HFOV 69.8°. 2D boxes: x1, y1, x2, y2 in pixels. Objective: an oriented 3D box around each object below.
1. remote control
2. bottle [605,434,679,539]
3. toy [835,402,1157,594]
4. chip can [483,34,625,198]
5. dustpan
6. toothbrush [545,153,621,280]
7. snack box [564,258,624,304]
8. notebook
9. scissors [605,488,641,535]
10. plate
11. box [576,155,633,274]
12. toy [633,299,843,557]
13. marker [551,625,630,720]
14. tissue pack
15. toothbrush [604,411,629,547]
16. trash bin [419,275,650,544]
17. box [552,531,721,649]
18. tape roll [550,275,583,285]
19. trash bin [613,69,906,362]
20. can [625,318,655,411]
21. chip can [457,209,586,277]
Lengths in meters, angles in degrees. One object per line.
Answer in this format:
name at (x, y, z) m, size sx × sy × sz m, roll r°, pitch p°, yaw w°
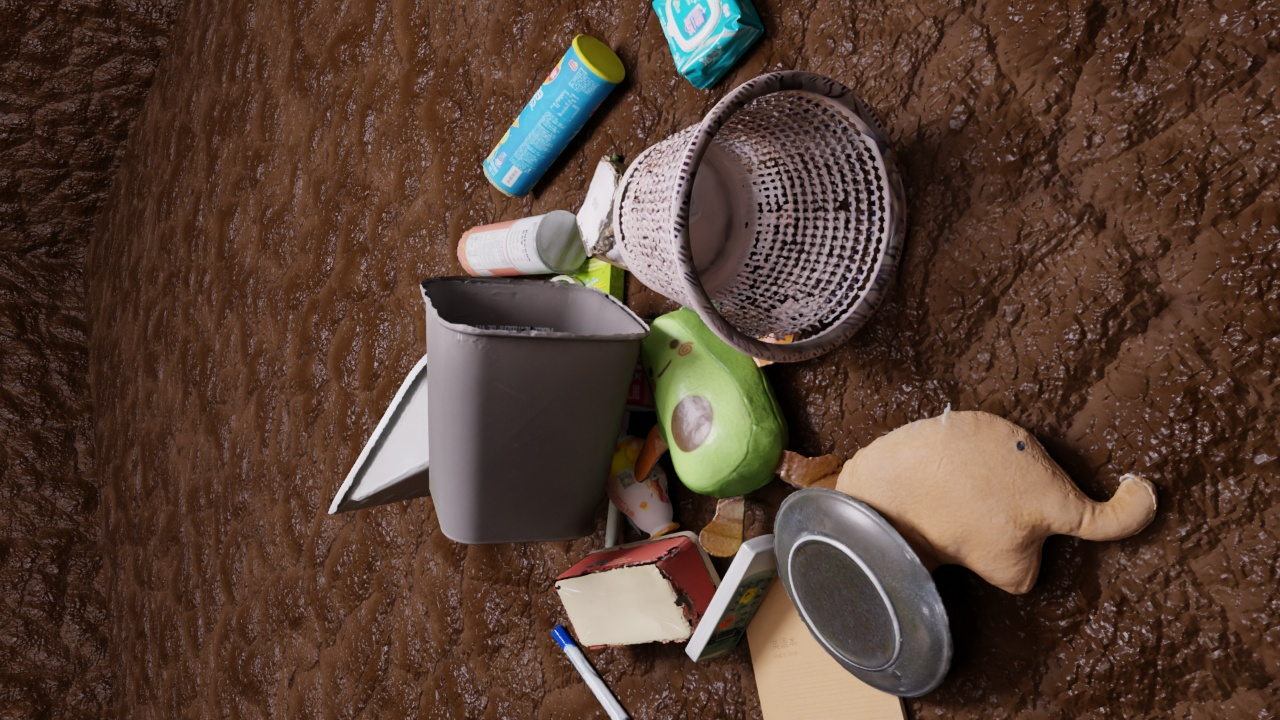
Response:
remote control at (0.088, 0.214, 0.824) m, size 0.019 × 0.056 × 0.135 m, roll 43°, pitch 119°, yaw 37°
bottle at (-0.001, 0.132, 0.943) m, size 0.063 × 0.063 × 0.108 m, roll -42°, pitch 71°, yaw 35°
toy at (0.246, 0.102, 0.675) m, size 0.227 × 0.082 × 0.143 m, roll -25°, pitch 87°, yaw 40°
chip can at (-0.108, -0.291, 1.113) m, size 0.211 × 0.071 × 0.071 m, roll -42°, pitch 56°, yaw 36°
dustpan at (-0.223, 0.061, 1.086) m, size 0.258 × 0.222 × 0.142 m, roll -26°, pitch 77°, yaw 30°
toothbrush at (-0.070, -0.165, 1.097) m, size 0.186 × 0.012 × 0.017 m, roll -59°, pitch 36°, yaw 23°
snack box at (-0.057, -0.038, 1.054) m, size 0.086 × 0.026 × 0.156 m, roll -3°, pitch 82°, yaw 47°
notebook at (0.156, 0.272, 0.792) m, size 0.150 × 0.012 × 0.211 m, roll -29°, pitch 64°, yaw 43°
scissors at (-0.043, 0.121, 1.025) m, size 0.172 × 0.014 × 0.146 m, roll -3°, pitch 84°, yaw 46°
plate at (0.161, 0.184, 0.713) m, size 0.179 × 0.024 × 0.180 m, roll 35°, pitch 137°, yaw 41°
box at (-0.023, -0.157, 0.963) m, size 0.184 × 0.061 × 0.090 m, roll -103°, pitch 36°, yaw -66°
toy at (0.070, 0.050, 0.859) m, size 0.227 × 0.089 × 0.246 m, roll -42°, pitch 59°, yaw 23°
marker at (-0.055, 0.345, 1.003) m, size 0.146 × 0.016 × 0.017 m, roll 41°, pitch 114°, yaw 42°
tissue pack at (0.066, -0.359, 0.950) m, size 0.093 × 0.050 × 0.133 m, roll -39°, pitch 57°, yaw 38°
toothbrush at (-0.025, 0.110, 0.996) m, size 0.029 × 0.020 × 0.189 m, roll 134°, pitch 141°, yaw -79°
trash bin at (-0.117, 0.044, 0.896) m, size 0.198 × 0.198 × 0.220 m, roll -135°, pitch 50°, yaw -62°
box at (-0.008, 0.234, 0.903) m, size 0.169 × 0.080 × 0.091 m, roll -23°, pitch 94°, yaw 44°
tape roll at (-0.091, -0.056, 1.063) m, size 0.086 × 0.013 × 0.085 m, roll -10°, pitch 77°, yaw 47°
trash bin at (0.081, -0.124, 0.799) m, size 0.192 × 0.227 × 0.227 m, roll 18°, pitch 98°, yaw 61°
can at (-0.006, 0.006, 0.962) m, size 0.067 × 0.066 × 0.093 m, roll -3°, pitch 82°, yaw 47°
chip can at (-0.148, -0.137, 1.113) m, size 0.215 × 0.071 × 0.071 m, roll 4°, pitch 87°, yaw 55°
